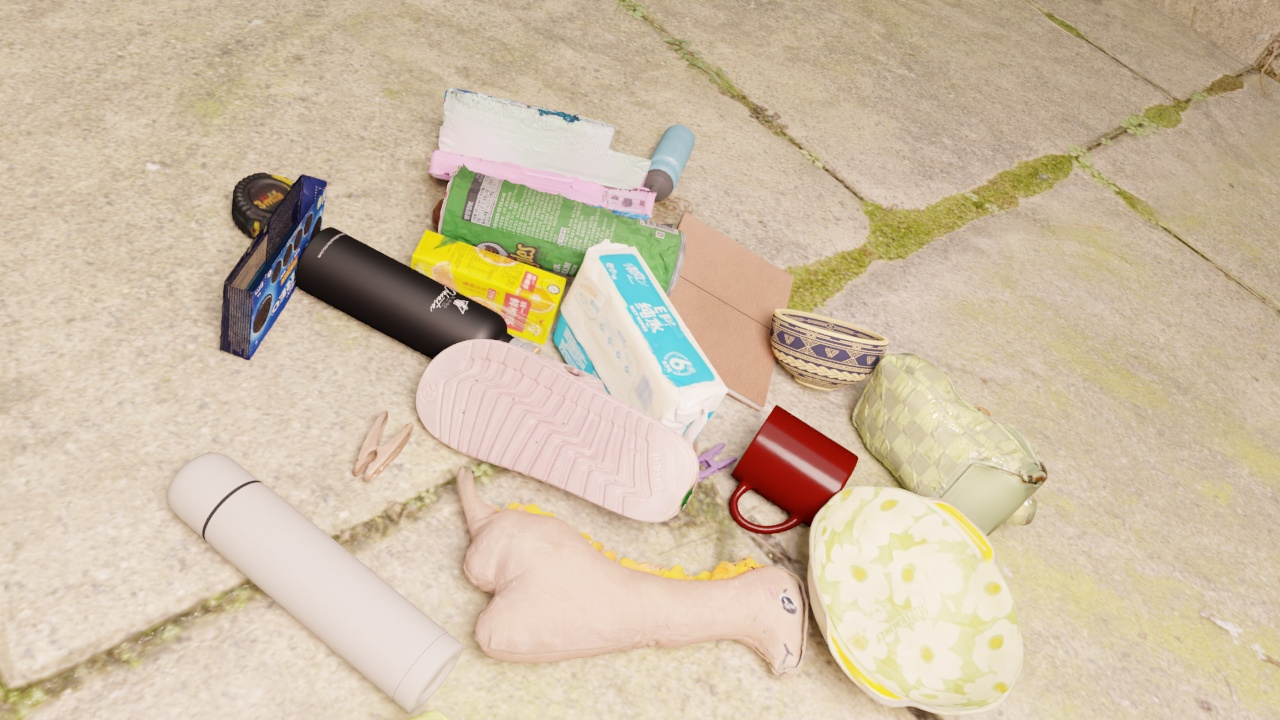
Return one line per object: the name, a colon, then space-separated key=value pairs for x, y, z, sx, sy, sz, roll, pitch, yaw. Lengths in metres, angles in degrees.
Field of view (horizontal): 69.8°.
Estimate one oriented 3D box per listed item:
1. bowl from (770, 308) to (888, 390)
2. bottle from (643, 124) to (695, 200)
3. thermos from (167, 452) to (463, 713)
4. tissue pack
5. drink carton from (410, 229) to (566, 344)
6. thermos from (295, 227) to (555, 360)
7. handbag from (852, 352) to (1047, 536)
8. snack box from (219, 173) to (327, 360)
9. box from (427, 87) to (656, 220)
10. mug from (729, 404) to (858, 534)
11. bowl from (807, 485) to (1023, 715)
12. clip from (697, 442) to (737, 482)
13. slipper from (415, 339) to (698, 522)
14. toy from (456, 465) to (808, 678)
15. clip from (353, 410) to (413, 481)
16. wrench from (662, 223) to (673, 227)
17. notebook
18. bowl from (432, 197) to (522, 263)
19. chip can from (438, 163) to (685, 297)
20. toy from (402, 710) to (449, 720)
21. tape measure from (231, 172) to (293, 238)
bowl: x=0.177 y=-0.006 z=0.895 sx=0.112 sy=0.061 sz=0.112 roll=13 pitch=12 yaw=-3
bottle: x=0.031 y=-0.229 z=1.068 sx=0.040 sy=0.040 sz=0.129 roll=23 pitch=44 yaw=-1
thermos: x=-0.219 y=0.141 z=0.607 sx=0.224 sy=0.052 sz=0.052 roll=35 pitch=45 yaw=11
tissue pack: x=-0.005 y=0.004 z=0.779 sx=0.066 sy=0.117 sz=0.209 roll=-8 pitch=53 yaw=-32
drink carton: x=-0.139 y=-0.064 z=0.829 sx=0.134 sy=0.059 sz=0.042 roll=19 pitch=47 yaw=-5
thermos: x=-0.177 y=-0.035 z=0.784 sx=0.231 sy=0.061 sz=0.061 roll=27 pitch=44 yaw=4
handbag: x=0.287 y=0.075 z=0.840 sx=0.116 sy=0.113 sz=0.186 roll=-10 pitch=52 yaw=-39
snack box: x=-0.302 y=-0.079 z=0.760 sx=0.027 sy=0.082 sz=0.149 roll=19 pitch=45 yaw=-7
box: x=-0.096 y=-0.213 z=0.946 sx=0.230 sy=0.097 sz=0.085 roll=9 pitch=11 yaw=-14
mug: x=0.122 y=0.103 z=0.780 sx=0.082 sy=0.073 sz=0.105 roll=33 pitch=73 yaw=9
bowl: x=0.202 y=0.193 z=0.720 sx=0.188 sy=0.060 sz=0.218 roll=45 pitch=46 yaw=13
clip: x=0.059 y=0.088 z=0.801 sx=0.036 sy=0.013 sz=0.053 roll=38 pitch=49 yaw=16
slipper: x=-0.062 y=0.051 z=0.725 sx=0.239 sy=0.094 sz=0.064 roll=22 pitch=6 yaw=16
toy: x=-0.001 y=0.154 z=0.680 sx=0.264 sy=0.065 sz=0.196 roll=0 pitch=49 yaw=-26
clip: x=-0.207 y=0.063 z=0.707 sx=0.043 sy=0.025 sz=0.060 roll=31 pitch=48 yaw=7
wrench: x=0.038 y=-0.045 z=0.915 sx=0.073 sy=0.018 sz=0.272 roll=11 pitch=47 yaw=-13
notebook: x=0.080 y=-0.056 z=0.929 sx=0.141 sy=0.008 sz=0.208 roll=30 pitch=44 yaw=-8
bowl: x=-0.149 y=-0.123 z=0.903 sx=0.114 sy=0.026 sz=0.101 roll=26 pitch=44 yaw=5
chip can: x=-0.070 y=-0.116 z=0.852 sx=0.223 sy=0.076 sz=0.075 roll=16 pitch=45 yaw=-6
toy: x=-0.144 y=0.263 z=0.528 sx=0.091 sy=0.045 sz=0.134 roll=32 pitch=39 yaw=12
tape measure: x=-0.338 y=-0.137 z=0.833 sx=0.062 sy=0.038 sz=0.067 roll=41 pitch=49 yaw=6
